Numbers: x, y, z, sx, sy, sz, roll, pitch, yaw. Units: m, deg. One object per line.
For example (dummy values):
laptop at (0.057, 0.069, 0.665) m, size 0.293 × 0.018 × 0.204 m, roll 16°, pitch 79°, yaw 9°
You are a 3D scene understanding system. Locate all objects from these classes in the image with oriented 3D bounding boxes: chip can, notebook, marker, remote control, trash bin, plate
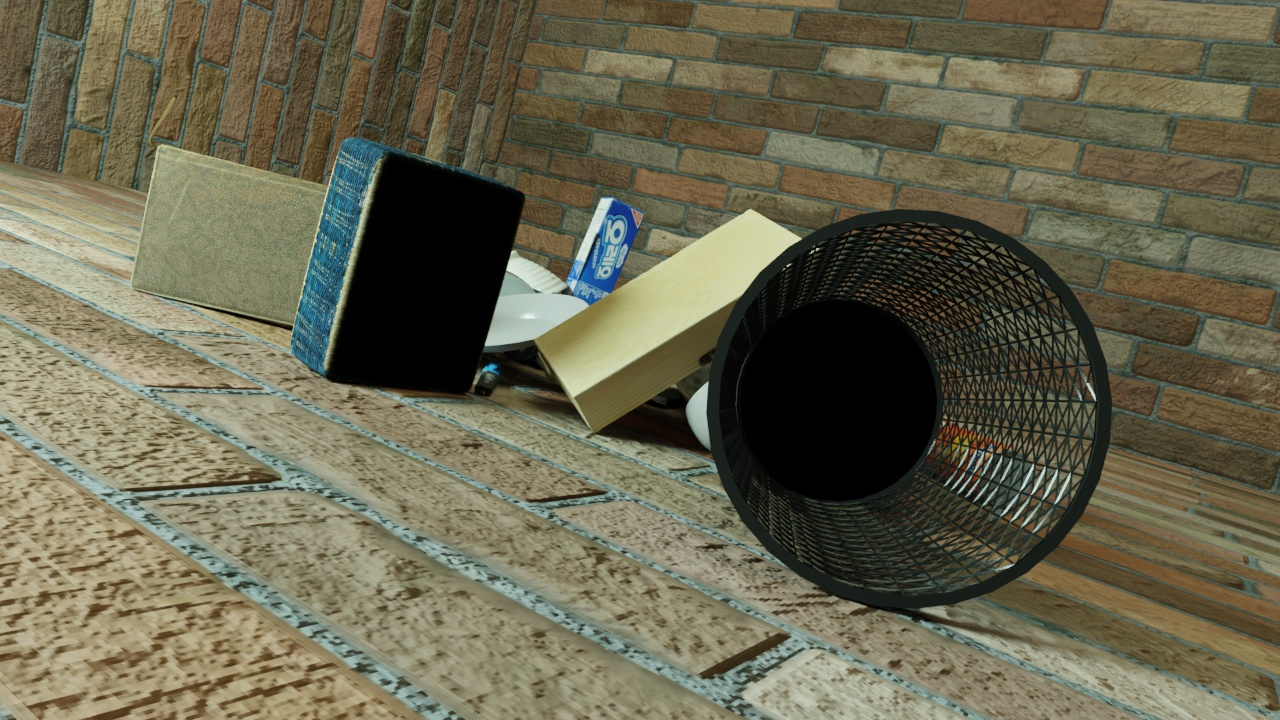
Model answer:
chip can at (0.359, 0.107, 1.049) m, size 0.062 × 0.062 × 0.210 m, roll 14°, pitch 6°, yaw -12°
notebook at (-0.378, -0.136, 0.896) m, size 0.215 × 0.190 × 0.034 m, roll 13°, pitch 4°, yaw 0°
marker at (-0.145, 0.017, 0.877) m, size 0.018 × 0.015 × 0.123 m, roll 15°, pitch 7°, yaw -7°
remote control at (0.033, 0.044, 1.087) m, size 0.039 × 0.010 × 0.124 m, roll 17°, pitch 5°, yaw 17°
trash bin at (0.151, 0.030, 0.620) m, size 0.217 × 0.217 × 0.243 m, roll 15°, pitch -1°, yaw 4°
plate at (-0.139, -0.036, 0.968) m, size 0.173 × 0.019 × 0.172 m, roll -5°, pitch 20°, yaw 2°

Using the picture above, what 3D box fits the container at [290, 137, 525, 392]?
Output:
container at (-0.190, -0.073, 0.761) m, size 0.145 × 0.187 × 0.071 m, roll 9°, pitch 12°, yaw -45°

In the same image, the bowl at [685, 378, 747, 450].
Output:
bowl at (0.112, 0.043, 0.808) m, size 0.131 × 0.132 × 0.064 m, roll 6°, pitch 49°, yaw -57°

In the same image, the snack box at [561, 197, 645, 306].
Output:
snack box at (-0.068, -0.115, 1.291) m, size 0.059 × 0.226 × 0.059 m, roll 21°, pitch 2°, yaw -23°

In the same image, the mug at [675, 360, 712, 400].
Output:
mug at (0.095, 0.001, 0.914) m, size 0.112 × 0.085 × 0.104 m, roll 9°, pitch 25°, yaw 28°

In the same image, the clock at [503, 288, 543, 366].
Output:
clock at (-0.118, -0.037, 1.108) m, size 0.051 × 0.089 × 0.125 m, roll 18°, pitch 0°, yaw -44°

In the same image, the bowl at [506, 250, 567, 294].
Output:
bowl at (-0.194, -0.106, 1.256) m, size 0.177 × 0.071 × 0.177 m, roll -17°, pitch 12°, yaw 3°

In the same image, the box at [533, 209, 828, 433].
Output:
box at (0.021, -0.047, 0.890) m, size 0.247 × 0.096 × 0.261 m, roll -30°, pitch 9°, yaw -8°

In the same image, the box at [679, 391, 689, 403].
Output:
box at (0.130, 0.041, 1.006) m, size 0.148 × 0.043 × 0.216 m, roll 2°, pitch 11°, yaw -7°

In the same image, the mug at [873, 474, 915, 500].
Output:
mug at (0.197, 0.081, 0.815) m, size 0.114 × 0.087 × 0.088 m, roll 7°, pitch -10°, yaw -19°

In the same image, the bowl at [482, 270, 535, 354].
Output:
bowl at (-0.192, -0.050, 1.064) m, size 0.150 × 0.057 × 0.150 m, roll 11°, pitch 38°, yaw -9°
